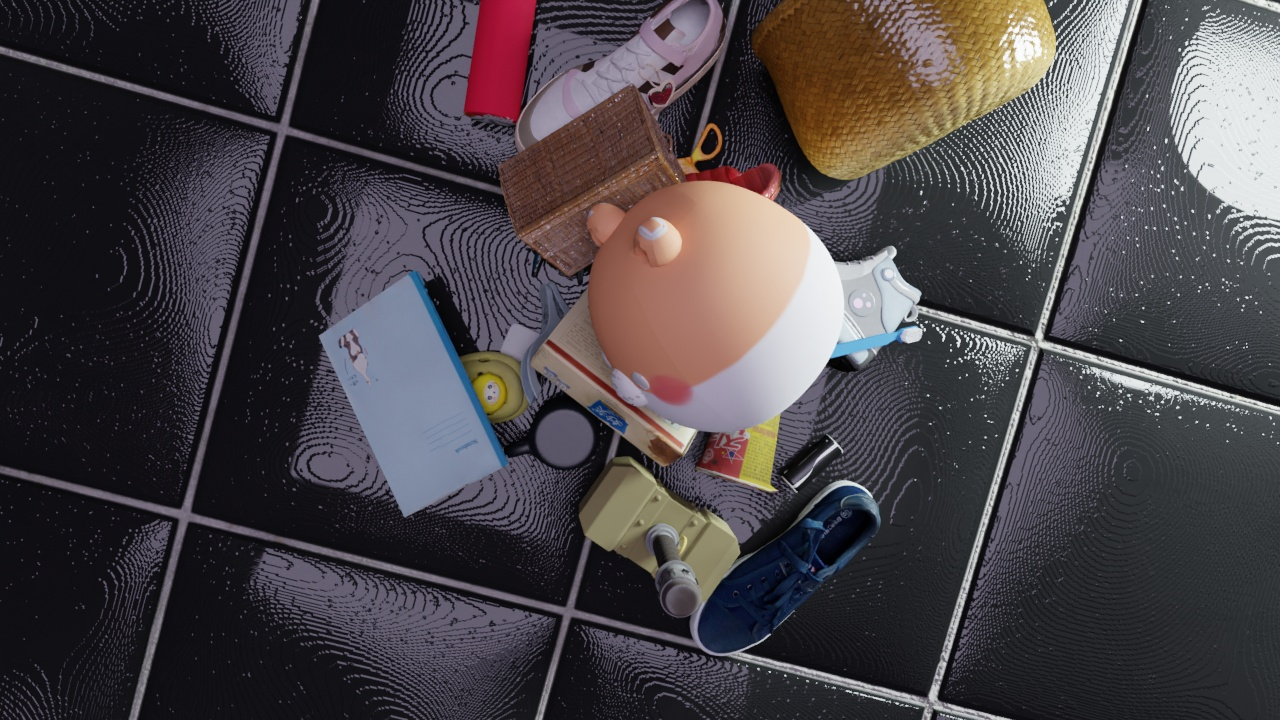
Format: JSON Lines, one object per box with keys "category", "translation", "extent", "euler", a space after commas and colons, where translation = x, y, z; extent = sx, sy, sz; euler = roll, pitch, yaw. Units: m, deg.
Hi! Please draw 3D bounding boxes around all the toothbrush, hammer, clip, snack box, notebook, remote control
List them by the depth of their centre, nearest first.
{"category": "hammer", "translation": [0.029, 0.217, 1.027], "extent": [0.190, 0.325, 0.100], "euler": [35, 91, -5]}
{"category": "toothbrush", "translation": [0.282, -0.021, 1.099], "extent": [0.166, 0.014, 0.016], "euler": [-12, 113, -36]}
{"category": "notebook", "translation": [-0.276, 0.044, 1.101], "extent": [0.181, 0.009, 0.253], "euler": [-28, 86, 27]}
{"category": "snack box", "translation": [-0.007, 0.006, 1.110], "extent": [0.207, 0.055, 0.152], "euler": [38, 54, -5]}
{"category": "clip", "translation": [-0.069, -0.008, 1.138], "extent": [0.164, 0.031, 0.168], "euler": [19, 60, -22]}
{"category": "remote control", "translation": [-0.104, 0.001, 1.165], "extent": [0.146, 0.008, 0.045], "euler": [24, 92, -4]}

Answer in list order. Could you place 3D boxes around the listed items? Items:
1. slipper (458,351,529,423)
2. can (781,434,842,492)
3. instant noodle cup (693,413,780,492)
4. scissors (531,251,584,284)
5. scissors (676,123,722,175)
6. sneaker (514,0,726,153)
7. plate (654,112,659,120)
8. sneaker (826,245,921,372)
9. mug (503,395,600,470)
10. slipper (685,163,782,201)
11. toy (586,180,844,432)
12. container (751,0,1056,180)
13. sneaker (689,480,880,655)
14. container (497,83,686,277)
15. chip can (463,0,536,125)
{"category": "slipper", "translation": [-0.231, 0.040, 1.127], "extent": [0.190, 0.081, 0.091], "euler": [-8, 91, 0]}
{"category": "can", "translation": [0.220, 0.133, 1.179], "extent": [0.080, 0.031, 0.031], "euler": [-42, 95, 0]}
{"category": "instant noodle cup", "translation": [0.128, 0.097, 1.146], "extent": [0.100, 0.100, 0.112], "euler": [16, 84, -4]}
{"category": "scissors", "translation": [-0.094, -0.160, 1.151], "extent": [0.119, 0.019, 0.151], "euler": [44, 89, -4]}
{"category": "scissors", "translation": [0.053, -0.248, 1.157], "extent": [0.131, 0.011, 0.125], "euler": [28, 91, -2]}
{"category": "sneaker", "translation": [-0.021, -0.327, 1.063], "extent": [0.294, 0.116, 0.111], "euler": [-33, 89, 0]}
{"category": "plate", "translation": [-0.027, -0.319, 1.136], "extent": [0.104, 0.026, 0.104], "euler": [0, 89, 0]}
{"category": "sneaker", "translation": [0.228, -0.120, 1.143], "extent": [0.160, 0.093, 0.256], "euler": [-43, 93, -8]}
{"category": "mug", "translation": [-0.110, 0.095, 1.128], "extent": [0.121, 0.094, 0.085], "euler": [-17, 94, -2]}
{"category": "slipper", "translation": [0.051, -0.185, 1.107], "extent": [0.249, 0.103, 0.059], "euler": [-23, 125, 6]}
{"category": "toy", "translation": [0.066, -0.061, 0.974], "extent": [0.280, 0.263, 0.265], "euler": [42, 85, -30]}
{"category": "container", "translation": [0.295, -0.337, 1.020], "extent": [0.307, 0.307, 0.196], "euler": [-26, 91, -1]}
{"category": "sneaker", "translation": [0.182, 0.267, 1.141], "extent": [0.294, 0.127, 0.120], "euler": [-42, 96, 2]}
{"category": "container", "translation": [-0.049, -0.200, 1.049], "extent": [0.199, 0.112, 0.113], "euler": [-27, 58, 15]}
{"category": "chip can", "translation": [-0.164, -0.401, 1.107], "extent": [0.069, 0.069, 0.220], "euler": [9, 93, -4]}
